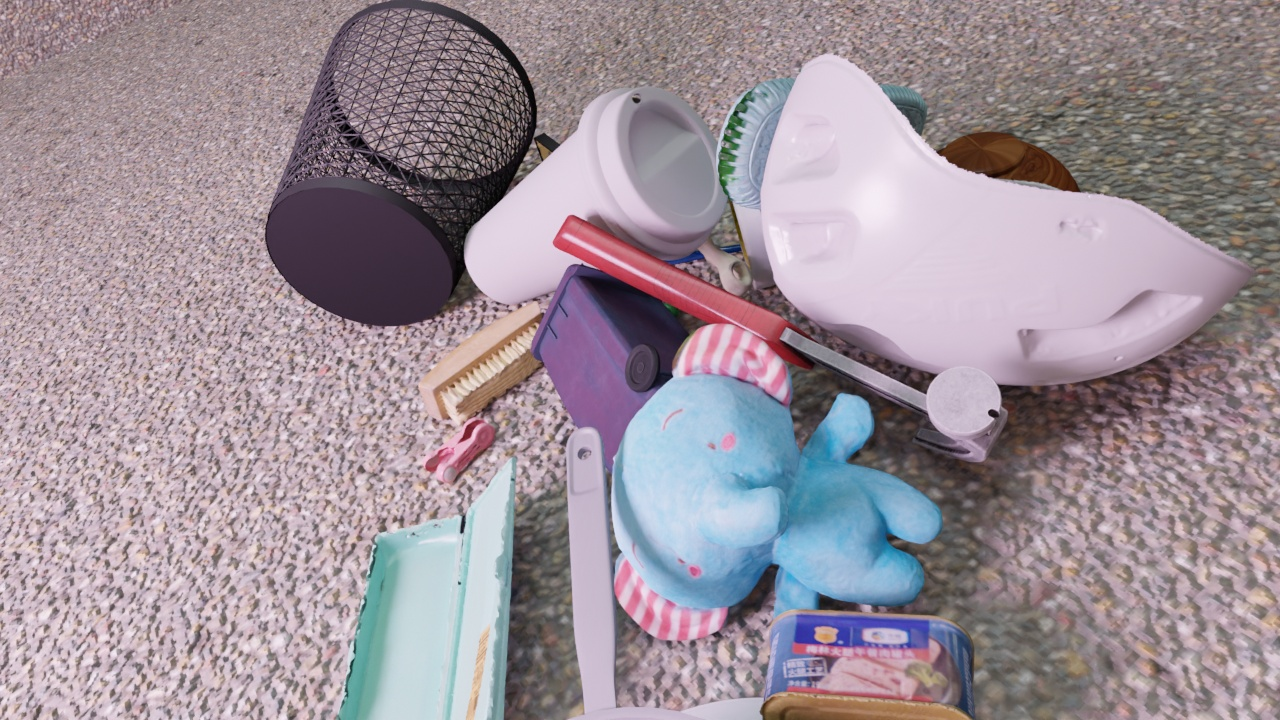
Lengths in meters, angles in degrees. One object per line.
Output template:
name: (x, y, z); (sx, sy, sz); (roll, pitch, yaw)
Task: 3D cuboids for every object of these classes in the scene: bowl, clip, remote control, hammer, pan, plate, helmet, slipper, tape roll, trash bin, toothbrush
bowl: (0.266, -0.134, 0.713); (0.147, 0.069, 0.147); (-11, 40, 9)
clip: (-0.132, 0.068, 0.677); (0.060, 0.023, 0.044); (-26, 44, -6)
remote control: (-0.067, -0.179, 0.908); (0.013, 0.058, 0.133); (-30, 39, -14)
hammer: (0.072, -0.022, 0.578); (0.316, 0.126, 0.036); (28, 85, 25)
pan: (-0.015, 0.182, 0.410); (0.201, 0.051, 0.355); (-17, 45, 14)
plate: (0.044, 0.245, 0.393); (0.229, 0.030, 0.228); (-11, 40, 9)
helmet: (0.214, -0.081, 0.567); (0.282, 0.184, 0.223); (8, 20, 7)
slipper: (0.133, -0.166, 0.706); (0.069, 0.116, 0.275); (25, 23, 36)
tape roll: (0.087, -0.103, 0.728); (0.019, 0.094, 0.093); (-16, 39, 6)
trash bin: (-0.226, -0.175, 0.863); (0.217, 0.217, 0.242); (-6, 48, 16)
trash bin: (-0.004, 0.004, 0.628); (0.093, 0.092, 0.160); (13, 25, -34)
toothbrush: (0.027, -0.092, 0.801); (0.190, 0.017, 0.016); (-9, 36, 12)

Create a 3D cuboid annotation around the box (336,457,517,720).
box: (-0.118, 0.158, 0.544); (0.138, 0.057, 0.186); (-27, 37, 19)

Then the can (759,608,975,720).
can: (0.107, 0.159, 0.435); (0.100, 0.054, 0.058); (-2, 24, 17)

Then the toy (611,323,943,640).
toy: (0.065, 0.080, 0.494); (0.181, 0.114, 0.183); (18, 93, 21)

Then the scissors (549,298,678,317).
scissors: (-0.019, -0.057, 0.782); (0.131, 0.014, 0.071); (10, 48, 30)

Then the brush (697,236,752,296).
brush: (0.037, -0.124, 0.783); (0.062, 0.077, 0.272); (12, 28, -24)

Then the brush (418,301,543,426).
brush: (-0.117, 0.005, 0.724); (0.117, 0.049, 0.039); (-36, 65, -21)

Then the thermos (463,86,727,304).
thermos: (-0.048, -0.116, 0.733); (0.222, 0.131, 0.131); (-21, 29, 45)
